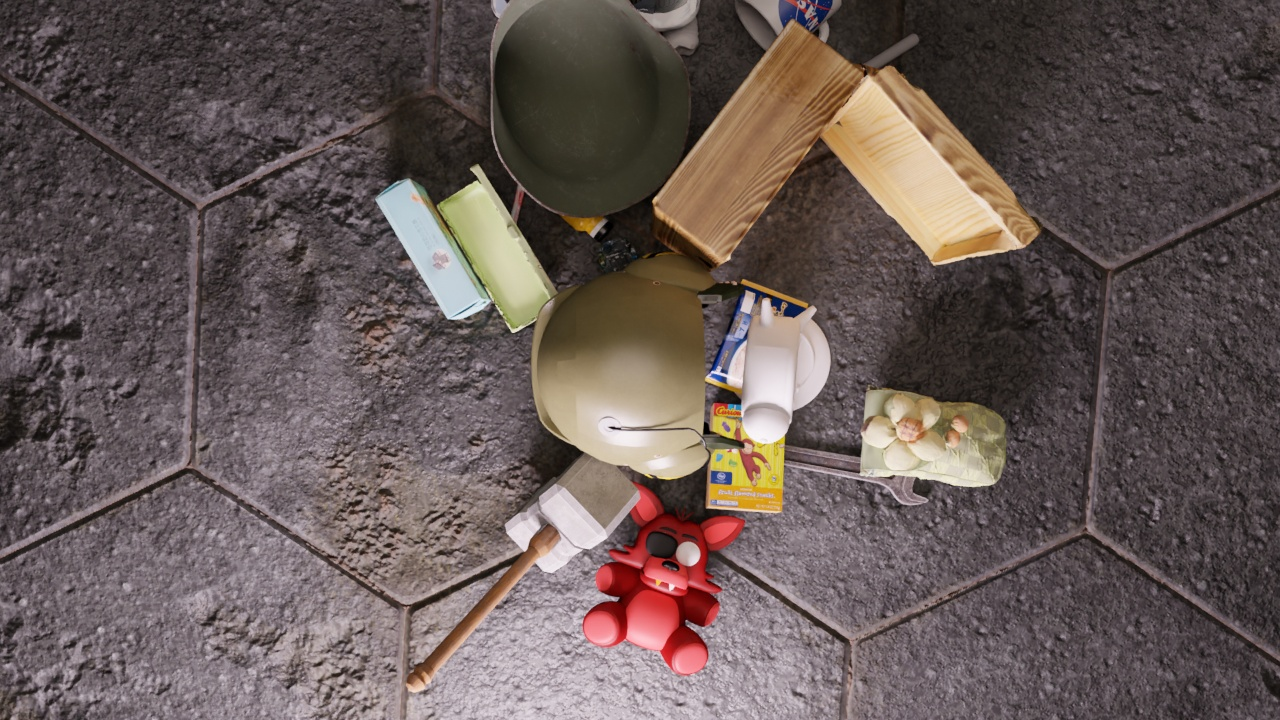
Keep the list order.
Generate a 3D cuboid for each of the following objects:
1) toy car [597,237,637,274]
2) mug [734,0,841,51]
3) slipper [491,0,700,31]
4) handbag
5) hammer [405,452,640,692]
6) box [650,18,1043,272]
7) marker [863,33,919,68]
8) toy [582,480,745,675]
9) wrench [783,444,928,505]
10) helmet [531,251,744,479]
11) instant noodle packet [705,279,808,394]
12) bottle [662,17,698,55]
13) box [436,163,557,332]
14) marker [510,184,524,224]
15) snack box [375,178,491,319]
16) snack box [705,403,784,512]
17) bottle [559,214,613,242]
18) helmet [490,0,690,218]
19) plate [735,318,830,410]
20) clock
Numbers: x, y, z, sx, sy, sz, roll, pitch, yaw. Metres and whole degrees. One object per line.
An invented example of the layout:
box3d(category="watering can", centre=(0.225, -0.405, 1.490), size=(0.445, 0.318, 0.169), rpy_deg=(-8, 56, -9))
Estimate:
box3d(category="toy car", centre=(-0.018, -0.101, 1.146), size=(0.048, 0.032, 0.105), rpy_deg=(-22, 78, 2))
box3d(category="mug", centre=(0.184, -0.418, 1.107), size=(0.090, 0.091, 0.121), rpy_deg=(-42, 127, 2))
box3d(category="slipper", centre=(-0.052, -0.449, 1.116), size=(0.264, 0.063, 0.111), rpy_deg=(3, 94, 13))
box3d(category="handbag", centre=(0.355, 0.090, 1.105), size=(0.186, 0.117, 0.113), rpy_deg=(7, 78, 1))
box3d(category="hammer", centre=(-0.145, 0.242, 1.016), size=(0.083, 0.163, 0.316), rpy_deg=(46, 49, -2))
box3d(category="box", centre=(0.224, -0.175, 1.020), size=(0.336, 0.279, 0.286), rpy_deg=(35, 92, 0))
box3d(category="marker", centre=(0.282, -0.362, 1.138), size=(0.140, 0.016, 0.016), rpy_deg=(-32, 92, 2))
box3d(category="toy", centre=(0.028, 0.267, 1.126), size=(0.158, 0.120, 0.197), rpy_deg=(19, 84, 2))
box3d(category="wrench", centre=(0.246, 0.131, 1.165), size=(0.273, 0.010, 0.070), rpy_deg=(10, 93, 0))
box3d(category="helmet", centre=(-0.006, 0.005, 1.029), size=(0.233, 0.255, 0.250), rpy_deg=(-1, 92, -2))
box3d(category="instant noodle packet", centre=(0.143, -0.023, 1.138), size=(0.087, 0.026, 0.134), rpy_deg=(20, 93, -4))
box3d(category="bottle", centre=(0.046, -0.446, 1.122), size=(0.044, 0.044, 0.136), rpy_deg=(-3, 93, 0))
box3d(category="box", centre=(-0.175, -0.131, 1.110), size=(0.082, 0.098, 0.188), rpy_deg=(-32, 88, 2))
box3d(category="marker", centre=(-0.165, -0.156, 1.155), size=(0.013, 0.013, 0.142), rpy_deg=(15, 92, 0))
box3d(category="snack box", centre=(-0.251, -0.134, 1.125), size=(0.053, 0.075, 0.174), rpy_deg=(-32, 92, 2))
box3d(category="snack box", centre=(0.129, 0.121, 1.132), size=(0.088, 0.040, 0.125), rpy_deg=(4, 78, -1))
box3d(category="bottle", centre=(-0.095, -0.204, 1.136), size=(0.143, 0.043, 0.043), rpy_deg=(42, 92, -1))
box3d(category="helmet", centre=(-0.077, -0.320, 1.057), size=(0.227, 0.153, 0.268), rpy_deg=(-24, 130, -4))
box3d(category="plate", centre=(0.173, 0.000, 1.159), size=(0.134, 0.011, 0.134), rpy_deg=(0, 93, 1))
box3d(category="clock", centre=(0.159, 0.014, 1.059), size=(0.073, 0.125, 0.161), rpy_deg=(5, 89, 10))
